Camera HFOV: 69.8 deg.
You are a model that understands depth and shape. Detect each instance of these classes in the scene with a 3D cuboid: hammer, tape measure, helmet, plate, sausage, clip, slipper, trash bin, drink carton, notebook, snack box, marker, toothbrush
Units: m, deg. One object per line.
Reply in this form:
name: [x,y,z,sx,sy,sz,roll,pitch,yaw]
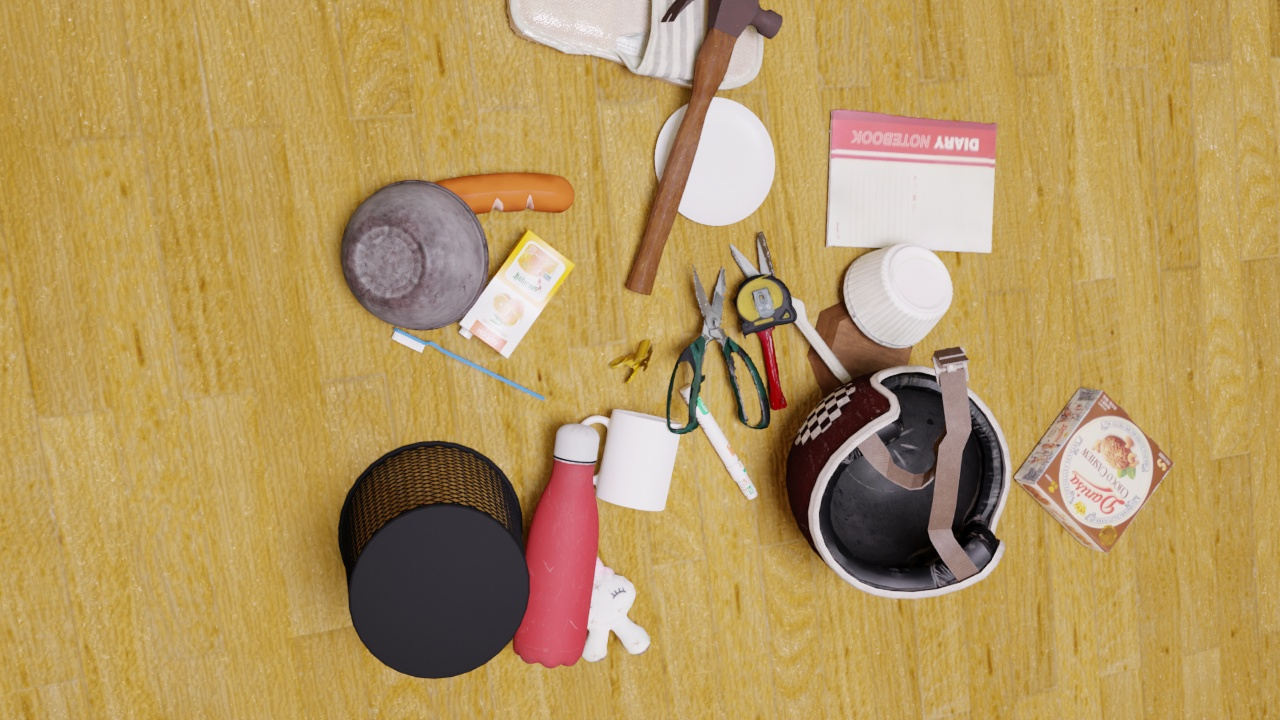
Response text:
hammer: [0.046,-0.223,0.933,0.115,0.033,0.323,13,103,-26]
tape measure: [0.130,-0.061,0.979,0.062,0.034,0.061,-19,91,13]
helmet: [0.262,0.115,0.925,0.234,0.253,0.233,-36,98,15]
plate: [0.079,-0.212,0.983,0.134,0.011,0.134,-1,94,-14]
sausage: [-0.147,-0.163,0.914,0.164,0.039,0.044,-7,101,-14]
clip: [-0.003,0.006,0.965,0.046,0.052,0.037,-34,106,21]
slipper: [0.000,-0.344,0.935,0.272,0.054,0.114,9,87,-15]
trash bin: [-0.187,0.181,0.839,0.184,0.210,0.184,-1,94,-14]
plate: [0.254,-0.009,1.034,0.131,0.025,0.131,-1,94,-14]
drink carton: [-0.128,-0.064,0.925,0.058,0.040,0.122,37,85,-14]
notebook: [0.309,-0.201,1.042,0.208,0.012,0.153,0,94,-15]
snack box: [0.549,0.133,1.112,0.143,0.041,0.147,41,83,-14]
marker: [0.087,0.090,1.003,0.017,0.017,0.145,-34,101,-10]
toothbrush: [-0.174,0.007,0.931,0.166,0.016,0.014,27,87,-15]

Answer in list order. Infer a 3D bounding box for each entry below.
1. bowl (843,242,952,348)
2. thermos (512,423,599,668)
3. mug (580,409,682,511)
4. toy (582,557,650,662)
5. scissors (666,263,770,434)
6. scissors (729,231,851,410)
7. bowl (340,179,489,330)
bowl: [0.287,-0.077,0.999,0.115,0.063,0.115,7,70,-18]
thermos: [-0.078,0.182,0.919,0.073,0.073,0.240,7,94,-15]
mug: [-0.020,0.099,0.955,0.110,0.073,0.090,12,91,11]
toy: [-0.041,0.262,0.972,0.079,0.038,0.122,-22,94,0]
scissors: [0.094,0.001,0.983,0.179,0.015,0.206,28,66,-35]
scissors: [0.157,-0.035,1.004,0.179,0.015,0.187,23,100,5]
bowl: [-0.221,-0.094,0.857,0.145,0.067,0.145,2,102,10]
